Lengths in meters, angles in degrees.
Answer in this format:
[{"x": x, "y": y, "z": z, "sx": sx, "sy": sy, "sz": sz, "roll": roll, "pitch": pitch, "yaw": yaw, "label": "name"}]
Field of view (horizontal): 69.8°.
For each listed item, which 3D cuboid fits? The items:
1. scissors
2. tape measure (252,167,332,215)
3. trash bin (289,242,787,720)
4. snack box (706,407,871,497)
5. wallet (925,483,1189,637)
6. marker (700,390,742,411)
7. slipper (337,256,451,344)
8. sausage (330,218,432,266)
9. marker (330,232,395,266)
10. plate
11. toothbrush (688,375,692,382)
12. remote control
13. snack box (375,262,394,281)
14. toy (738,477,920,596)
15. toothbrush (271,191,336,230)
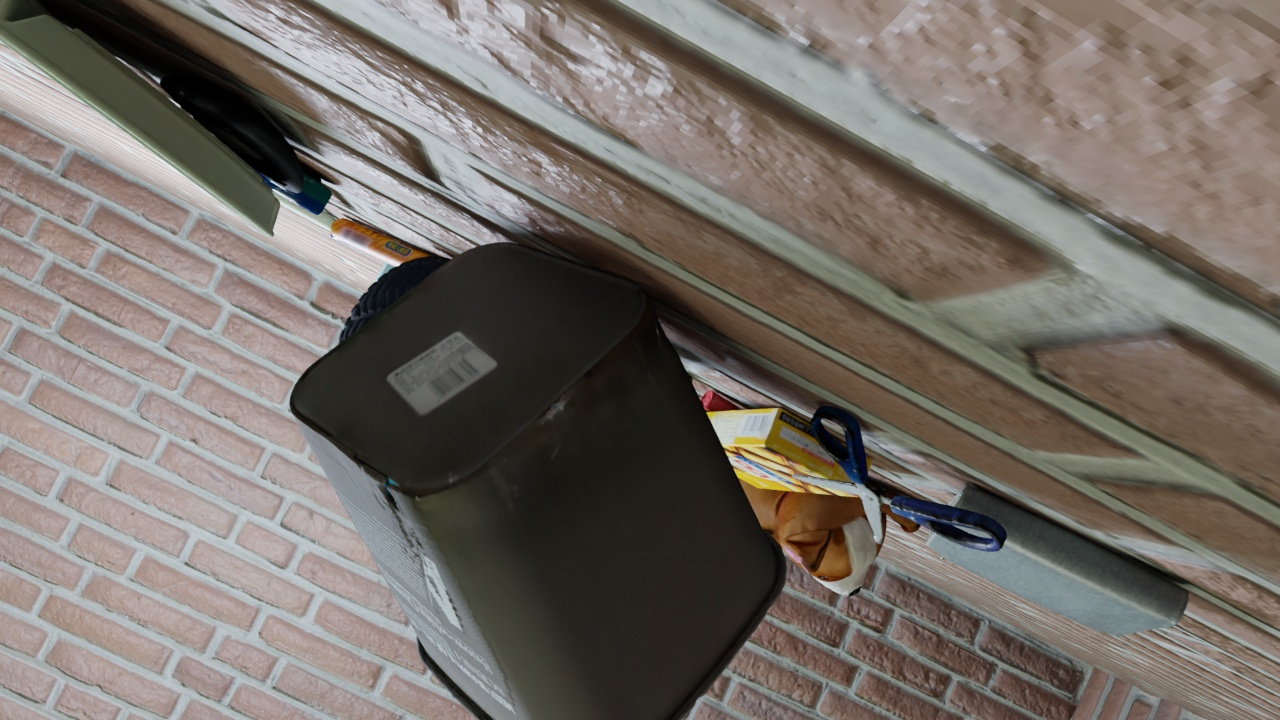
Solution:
[{"x": 0.145, "y": 0.080, "z": 0.558, "sx": 0.162, "sy": 0.012, "sz": 0.176, "roll": 21, "pitch": 156, "yaw": 42, "label": "scissors"}, {"x": -0.243, "y": -0.125, "z": 0.638, "sx": 0.058, "sy": 0.025, "sz": 0.054, "roll": 28, "pitch": 178, "yaw": 37, "label": "tape measure"}, {"x": -0.056, "y": 0.075, "z": 0.508, "sx": 0.199, "sy": 0.198, "sz": 0.220, "roll": 22, "pitch": 146, "yaw": 40, "label": "trash bin"}, {"x": 0.096, "y": 0.069, "z": 0.693, "sx": 0.087, "sy": 0.033, "sz": 0.141, "roll": 29, "pitch": 166, "yaw": -20, "label": "snack box"}, {"x": 0.248, "y": 0.122, "z": 0.563, "sx": 0.130, "sy": 0.037, "sz": 0.107, "roll": 26, "pitch": 163, "yaw": 15, "label": "wallet"}, {"x": 0.109, "y": 0.063, "z": 0.751, "sx": 0.145, "sy": 0.017, "sz": 0.017, "roll": 30, "pitch": 174, "yaw": -24, "label": "marker"}, {"x": -0.116, "y": -0.008, "z": 0.711, "sx": 0.253, "sy": 0.105, "sz": 0.095, "roll": 13, "pitch": 159, "yaw": 28, "label": "slipper"}, {"x": -0.214, "y": -0.094, "z": 0.794, "sx": 0.165, "sy": 0.021, "sz": 0.021, "roll": 24, "pitch": 174, "yaw": 28, "label": "sausage"}, {"x": -0.250, "y": -0.105, "z": 0.887, "sx": 0.146, "sy": 0.017, "sz": 0.017, "roll": 24, "pitch": 174, "yaw": 32, "label": "marker"}, {"x": -0.291, "y": -0.148, "z": 0.494, "sx": 0.230, "sy": 0.027, "sz": 0.230, "roll": 36, "pitch": 172, "yaw": 5, "label": "plate"}, {"x": -0.005, "y": 0.005, "z": 0.775, "sx": 0.017, "sy": 0.012, "sz": 0.186, "roll": 36, "pitch": 171, "yaw": -24, "label": "toothbrush"}, {"x": -0.220, "y": -0.127, "z": 0.512, "sx": 0.053, "sy": 0.024, "sz": 0.136, "roll": 32, "pitch": 173, "yaw": -1, "label": "remote control"}, {"x": -0.215, "y": -0.040, "z": 1.009, "sx": 0.175, "sy": 0.074, "sz": 0.052, "roll": 29, "pitch": 174, "yaw": -14, "label": "snack box"}, {"x": 0.157, "y": 0.151, "z": 0.830, "sx": 0.130, "sy": 0.140, "sz": 0.200, "roll": 64, "pitch": 163, "yaw": -2, "label": "toy"}, {"x": -0.311, "y": -0.146, "z": 0.795, "sx": 0.029, "sy": 0.020, "sz": 0.189, "roll": 57, "pitch": -178, "yaw": 13, "label": "toothbrush"}]
